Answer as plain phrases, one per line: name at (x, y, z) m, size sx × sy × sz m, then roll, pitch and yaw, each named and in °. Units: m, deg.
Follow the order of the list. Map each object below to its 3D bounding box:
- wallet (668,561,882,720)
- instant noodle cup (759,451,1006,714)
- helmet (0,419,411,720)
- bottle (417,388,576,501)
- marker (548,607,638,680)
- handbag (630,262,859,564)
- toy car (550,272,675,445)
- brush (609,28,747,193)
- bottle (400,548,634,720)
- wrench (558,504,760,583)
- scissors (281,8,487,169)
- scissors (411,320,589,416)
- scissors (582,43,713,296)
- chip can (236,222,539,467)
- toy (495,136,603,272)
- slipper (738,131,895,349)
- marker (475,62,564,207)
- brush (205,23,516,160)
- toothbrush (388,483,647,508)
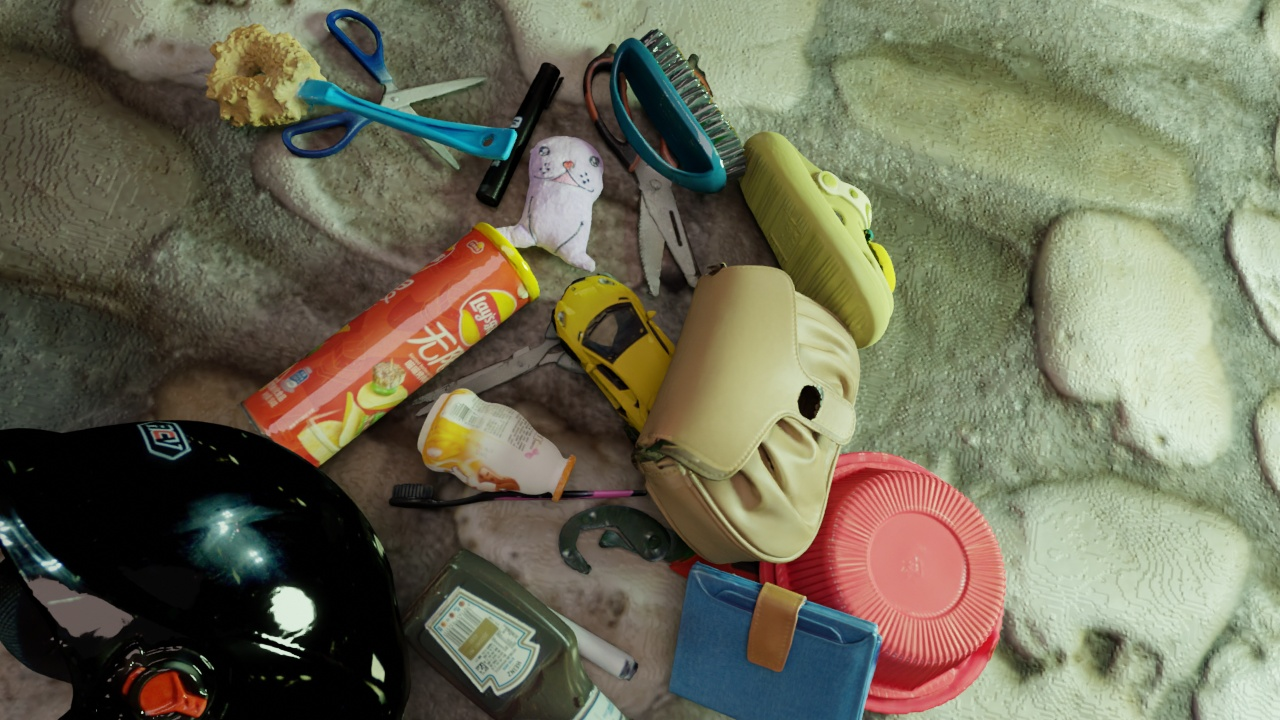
wallet at (0.088, 0.202, 0.619) m, size 0.133 × 0.040 × 0.106 m, roll 15°, pitch 106°, yaw 22°
instant noodle cup at (0.185, 0.151, 0.659) m, size 0.193 × 0.066 × 0.193 m, roll 3°, pitch 68°, yaw -8°
helmet at (-0.258, 0.149, 0.525) m, size 0.229 × 0.233 × 0.275 m, roll -18°, pitch 117°, yaw -26°
bottle at (-0.101, 0.064, 0.658) m, size 0.108 × 0.063 × 0.063 m, roll 23°, pitch 74°, yaw 0°
marker at (-0.060, 0.188, 0.655) m, size 0.131 × 0.023 × 0.018 m, roll 30°, pitch 36°, yaw 2°
handbag at (0.083, 0.034, 0.640) m, size 0.147 × 0.100 × 0.204 m, roll 37°, pitch 57°, yaw -25°
toy car at (-0.004, 0.004, 0.685) m, size 0.071 × 0.041 × 0.156 m, roll -40°, pitch 97°, yaw -15°
brush at (0.021, -0.191, 0.724) m, size 0.073 × 0.055 × 0.144 m, roll -30°, pitch 82°, yaw -14°
bottle at (-0.072, 0.216, 0.630) m, size 0.195 × 0.044 × 0.080 m, roll 40°, pitch 95°, yaw -1°
wrench at (0.072, 0.164, 0.679) m, size 0.273 × 0.016 × 0.056 m, roll 18°, pitch 75°, yaw -2°
scissors at (-0.210, -0.209, 0.739) m, size 0.162 × 0.012 × 0.173 m, roll -40°, pitch 84°, yaw -14°
scissors at (-0.092, -0.007, 0.705) m, size 0.174 × 0.014 × 0.136 m, roll 10°, pitch 77°, yaw -3°
scissors at (0.016, -0.164, 0.753) m, size 0.196 × 0.015 × 0.215 m, roll 37°, pitch 74°, yaw 3°
chip can at (-0.177, -0.010, 0.664) m, size 0.216 × 0.073 × 0.073 m, roll -40°, pitch 84°, yaw -13°
toy at (-0.066, -0.128, 0.722) m, size 0.084 × 0.039 × 0.108 m, roll 15°, pitch 75°, yaw -10°
slipper at (0.149, -0.104, 0.719) m, size 0.081 × 0.092 × 0.190 m, roll -26°, pitch 77°, yaw -15°
marker at (-0.097, -0.183, 0.743) m, size 0.022 × 0.020 × 0.131 m, roll 32°, pitch 71°, yaw -29°
brush at (-0.216, -0.194, 0.699) m, size 0.255 × 0.046 × 0.083 m, roll 17°, pitch 72°, yaw 6°
toothbrush at (-0.089, 0.098, 0.678) m, size 0.189 × 0.014 × 0.017 m, roll -1°, pitch 64°, yaw -8°
